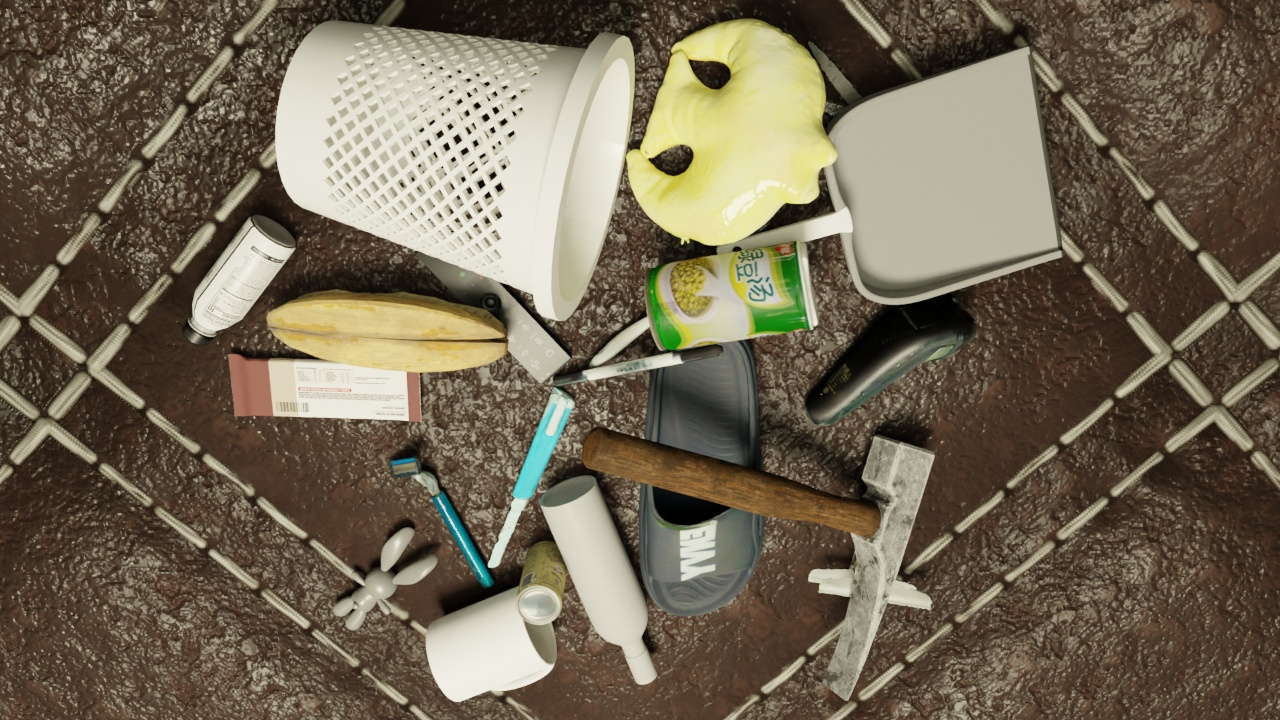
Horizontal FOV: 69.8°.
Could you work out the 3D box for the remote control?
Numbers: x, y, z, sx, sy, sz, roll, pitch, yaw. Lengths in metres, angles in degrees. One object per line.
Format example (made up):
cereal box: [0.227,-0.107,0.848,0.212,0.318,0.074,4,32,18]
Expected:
remote control: [-0.119,-0.045,0.749,0.034,0.013,0.150,-40,103,11]

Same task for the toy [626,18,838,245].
toy: [0.070,-0.162,0.677,0.155,0.064,0.170,29,102,22]

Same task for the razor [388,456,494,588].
razor: [-0.167,0.141,0.803,0.042,0.022,0.144,-11,116,42]

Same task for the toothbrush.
toothbrush: [0.029,-0.056,0.745,0.189,0.016,0.017,-40,93,11]

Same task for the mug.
mug: [-0.123,0.260,0.818,0.090,0.073,0.110,-23,131,7]

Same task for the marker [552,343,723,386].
marker: [-0.004,0.004,0.739,0.152,0.011,0.011,-11,108,25]

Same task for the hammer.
hammer: [0.081,0.139,0.716,0.300,0.037,0.217,17,90,-25]

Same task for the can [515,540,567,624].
can: [-0.083,0.188,0.785,0.038,0.079,0.038,0,107,0]

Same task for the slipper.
slipper: [0.055,0.101,0.759,0.110,0.083,0.268,0,105,-2]

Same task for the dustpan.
dustpan: [0.184,-0.119,0.705,0.258,0.033,0.163,-15,110,12]

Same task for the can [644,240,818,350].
can: [0.069,-0.048,0.692,0.121,0.067,0.067,-8,107,13]

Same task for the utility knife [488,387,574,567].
utility knife: [-0.100,0.105,0.793,0.022,0.015,0.179,24,104,-7]

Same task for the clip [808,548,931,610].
clip: [0.205,0.191,0.811,0.102,0.057,0.052,10,131,-4]

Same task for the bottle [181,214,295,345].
bottle: [-0.324,-0.060,0.731,0.041,0.041,0.116,40,103,-11]

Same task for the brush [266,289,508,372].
brush: [-0.200,-0.025,0.734,0.195,0.043,0.059,5,111,5]

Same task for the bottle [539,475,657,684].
bottle: [-0.028,0.198,0.802,0.052,0.052,0.195,-19,106,6]

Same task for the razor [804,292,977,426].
razor: [0.202,0.005,0.749,0.152,0.054,0.067,-42,128,18]

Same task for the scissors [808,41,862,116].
scissors: [0.191,-0.178,0.707,0.166,0.012,0.157,-13,108,9]

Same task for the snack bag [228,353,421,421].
snack bag: [-0.264,0.023,0.770,0.158,0.013,0.057,1,109,0]

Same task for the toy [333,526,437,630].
toy: [-0.231,0.198,0.815,0.112,0.030,0.049,-43,87,17]

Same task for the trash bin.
trash bin: [-0.126,-0.147,0.640,0.199,0.195,0.196,15,106,6]
